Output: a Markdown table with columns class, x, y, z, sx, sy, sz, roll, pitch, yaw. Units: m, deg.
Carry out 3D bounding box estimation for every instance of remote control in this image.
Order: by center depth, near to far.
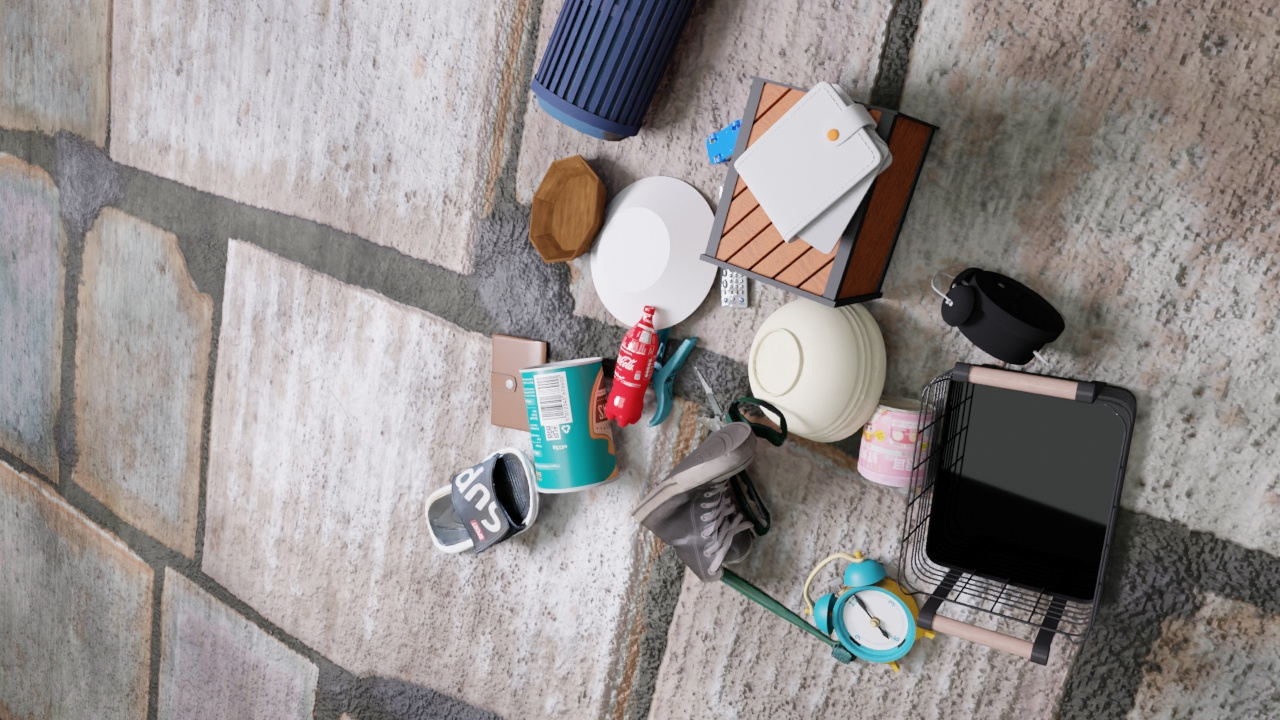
| class | x | y | z | sx | sy | sz | roll | pitch | yaw |
| --- | --- | --- | --- | --- | --- | --- | --- | --- | --- |
| remote control | 0.101 | -0.125 | 0.992 | 0.033 | 0.013 | 0.136 | 4 | 99 | 31 |

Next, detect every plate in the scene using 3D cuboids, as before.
| class | x | y | z | sx | sy | sz | roll | pitch | yaw |
| --- | --- | --- | --- | --- | --- | --- | --- | --- | --- |
| plate | 0.003 | -0.122 | 1.026 | 0.174 | 0.036 | 0.174 | -1 | 89 | 34 |
| plate | -0.082 | -0.174 | 1.073 | 0.132 | 0.025 | 0.131 | -11 | 75 | 46 |

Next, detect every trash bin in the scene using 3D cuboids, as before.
| class | x | y | z | sx | sy | sz | roll | pitch | yaw |
| --- | --- | --- | --- | --- | --- | --- | --- | --- | --- |
| trash bin | 0.170 | -0.158 | 0.870 | 0.140 | 0.139 | 0.172 | 24 | 109 | 27 |
| trash bin | -0.015 | -0.365 | 0.958 | 0.139 | 0.139 | 0.250 | 37 | 116 | 22 |

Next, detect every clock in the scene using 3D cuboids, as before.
| class | x | y | z | sx | sy | sz | roll | pitch | yaw |
| --- | --- | --- | --- | --- | --- | --- | --- | --- | --- |
| clock | 0.317 | -0.044 | 0.825 | 0.121 | 0.091 | 0.043 | 33 | 124 | 9 |
| clock | 0.233 | 0.259 | 0.952 | 0.129 | 0.043 | 0.099 | 40 | 116 | 13 |

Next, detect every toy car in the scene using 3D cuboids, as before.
| class | x | y | z | sx | sy | sz | roll | pitch | yaw |
| --- | --- | --- | --- | --- | --- | --- | --- | --- | --- |
| toy car | 0.118 | -0.236 | 0.967 | 0.092 | 0.061 | 0.033 | -12 | 92 | 62 |

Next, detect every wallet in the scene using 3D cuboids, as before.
| class | x | y | z | sx | sy | sz | roll | pitch | yaw |
| --- | --- | --- | --- | --- | --- | --- | --- | --- | --- |
| wallet | 0.153 | -0.157 | 0.775 | 0.119 | 0.037 | 0.115 | -40 | 76 | 33 |
| wallet | -0.158 | 0.030 | 1.176 | 0.087 | 0.013 | 0.121 | 9 | 102 | 31 |

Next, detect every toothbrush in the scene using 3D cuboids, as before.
| class | x | y | z | sx | sy | sz | roll | pitch | yaw |
| --- | --- | --- | --- | --- | --- | --- | --- | --- | --- |
| toothbrush | 0.152 | 0.279 | 1.018 | 0.190 | 0.017 | 0.016 | 28 | 111 | 25 |

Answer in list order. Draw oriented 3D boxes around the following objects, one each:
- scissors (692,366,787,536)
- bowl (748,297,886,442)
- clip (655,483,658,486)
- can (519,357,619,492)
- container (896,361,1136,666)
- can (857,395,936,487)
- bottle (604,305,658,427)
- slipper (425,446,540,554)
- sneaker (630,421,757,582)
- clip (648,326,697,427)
| class | x | y | z | sx | sy | sz | roll | pitch | yaw |
| --- | --- | --- | --- | --- | --- | --- | --- | --- | --- |
| scissors | 0.113 | 0.093 | 0.961 | 0.201 | 0.015 | 0.206 | 64 | 160 | -1 |
| bowl | 0.159 | 0.005 | 0.906 | 0.151 | 0.075 | 0.150 | -9 | 79 | 53 |
| clip | 0.033 | 0.170 | 1.079 | 0.050 | 0.013 | 0.029 | 31 | 112 | 21 |
| can | -0.084 | 0.074 | 1.086 | 0.099 | 0.099 | 0.144 | -6 | 94 | 32 |
| container | 0.332 | 0.121 | 0.816 | 0.163 | 0.130 | 0.241 | 11 | 103 | 30 |
| can | 0.251 | 0.079 | 0.897 | 0.067 | 0.067 | 0.076 | 12 | 102 | 30 |
| bottle | -0.006 | 0.006 | 1.030 | 0.042 | 0.041 | 0.142 | 25 | 112 | 27 |
| slipper | -0.217 | 0.192 | 1.183 | 0.265 | 0.063 | 0.111 | -28 | 81 | 47 |
| sneaker | 0.082 | 0.152 | 0.962 | 0.120 | 0.095 | 0.235 | 45 | 141 | 6 |
| clip | 0.005 | 0.009 | 1.067 | 0.120 | 0.030 | 0.130 | 18 | 107 | 33 |
